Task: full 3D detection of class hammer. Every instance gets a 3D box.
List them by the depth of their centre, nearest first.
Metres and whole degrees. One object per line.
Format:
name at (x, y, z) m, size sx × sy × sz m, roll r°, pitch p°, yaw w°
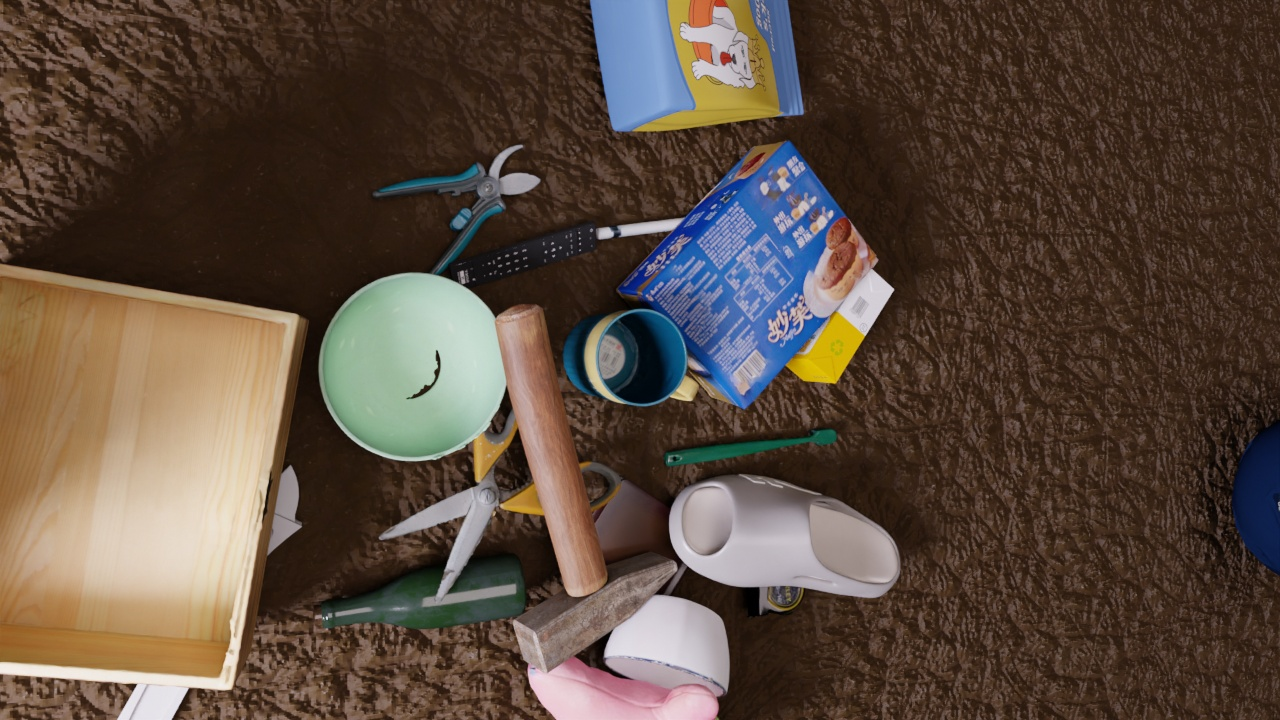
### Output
hammer at (-0.064, 0.095, 0.779) m, size 0.157 × 0.037 × 0.301 m, roll -25°, pitch 110°, yaw -34°

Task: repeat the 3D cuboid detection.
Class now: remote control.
remote control at (-0.104, -0.094, 0.824) m, size 0.140 × 0.009 × 0.030 m, roll -20°, pitch 137°, yaw -20°

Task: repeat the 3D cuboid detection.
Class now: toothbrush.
toothbrush at (0.043, -0.136, 0.888) m, size 0.186 × 0.012 × 0.017 m, roll -10°, pitch 82°, yaw -21°
toothbrush at (0.112, 0.086, 0.920) m, size 0.189 × 0.017 × 0.016 m, roll -6°, pitch 94°, yaw -20°

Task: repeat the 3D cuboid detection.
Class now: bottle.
bottle at (-0.188, 0.204, 0.784) m, size 0.174 × 0.055 × 0.055 m, roll -4°, pitch 93°, yaw -20°

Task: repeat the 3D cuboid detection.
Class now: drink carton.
drink carton at (0.198, -0.039, 0.926) m, size 0.040 × 0.059 × 0.122 m, roll 38°, pitch 78°, yaw -18°

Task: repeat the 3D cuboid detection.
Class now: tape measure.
tape measure at (0.134, 0.225, 0.921) m, size 0.061 × 0.034 × 0.061 m, roll 2°, pitch 77°, yaw -15°

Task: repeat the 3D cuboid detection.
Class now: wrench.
wrench at (-0.361, 0.199, 0.735) m, size 0.086 × 0.018 × 0.273 m, roll 31°, pitch 82°, yaw -20°

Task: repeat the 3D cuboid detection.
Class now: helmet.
helmet at (0.838, 0.189, 1.094) m, size 0.232 × 0.224 × 0.271 m, roll 7°, pitch 59°, yaw -8°

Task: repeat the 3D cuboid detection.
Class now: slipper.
slipper at (0.160, 0.166, 0.887) m, size 0.265 × 0.081 × 0.112 m, roll 18°, pitch 55°, yaw -22°

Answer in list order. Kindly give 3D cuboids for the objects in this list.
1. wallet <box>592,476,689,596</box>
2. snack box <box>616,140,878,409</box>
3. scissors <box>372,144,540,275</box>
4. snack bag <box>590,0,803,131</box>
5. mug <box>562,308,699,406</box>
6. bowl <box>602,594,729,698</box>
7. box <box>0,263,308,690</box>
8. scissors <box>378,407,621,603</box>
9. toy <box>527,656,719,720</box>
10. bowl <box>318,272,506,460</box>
wallet at (0.002, 0.174, 0.880) m, size 0.115 × 0.018 × 0.091 m, roll 37°, pitch 79°, yaw -22°
snack box at (0.104, -0.081, 0.873) m, size 0.202 × 0.069 × 0.155 m, roll -47°, pitch 110°, yaw -11°
scissors at (-0.164, -0.140, 0.802) m, size 0.124 × 0.019 × 0.153 m, roll 28°, pitch 80°, yaw -21°
snack bag at (0.066, -0.301, 0.851) m, size 0.204 × 0.102 × 0.159 m, roll -13°, pitch 96°, yaw -33°
mug at (-0.005, 0.005, 0.822) m, size 0.113 × 0.107 × 0.083 m, roll 29°, pitch 79°, yaw -20°
bowl at (0.029, 0.261, 0.846) m, size 0.116 × 0.117 × 0.065 m, roll 29°, pitch 59°, yaw -20°
box at (-0.385, 0.076, 0.555) m, size 0.283 × 0.324 × 0.279 m, roll 9°, pitch 89°, yaw -13°
scissors at (-0.112, 0.112, 0.804) m, size 0.216 × 0.016 × 0.224 m, roll 26°, pitch 68°, yaw -20°
toy at (-0.008, 0.336, 0.830) m, size 0.236 × 0.096 × 0.192 m, roll 39°, pitch 113°, yaw -17°
bowl at (-0.191, 0.004, 0.764) m, size 0.150 × 0.077 × 0.151 m, roll -1°, pitch 92°, yaw -21°
